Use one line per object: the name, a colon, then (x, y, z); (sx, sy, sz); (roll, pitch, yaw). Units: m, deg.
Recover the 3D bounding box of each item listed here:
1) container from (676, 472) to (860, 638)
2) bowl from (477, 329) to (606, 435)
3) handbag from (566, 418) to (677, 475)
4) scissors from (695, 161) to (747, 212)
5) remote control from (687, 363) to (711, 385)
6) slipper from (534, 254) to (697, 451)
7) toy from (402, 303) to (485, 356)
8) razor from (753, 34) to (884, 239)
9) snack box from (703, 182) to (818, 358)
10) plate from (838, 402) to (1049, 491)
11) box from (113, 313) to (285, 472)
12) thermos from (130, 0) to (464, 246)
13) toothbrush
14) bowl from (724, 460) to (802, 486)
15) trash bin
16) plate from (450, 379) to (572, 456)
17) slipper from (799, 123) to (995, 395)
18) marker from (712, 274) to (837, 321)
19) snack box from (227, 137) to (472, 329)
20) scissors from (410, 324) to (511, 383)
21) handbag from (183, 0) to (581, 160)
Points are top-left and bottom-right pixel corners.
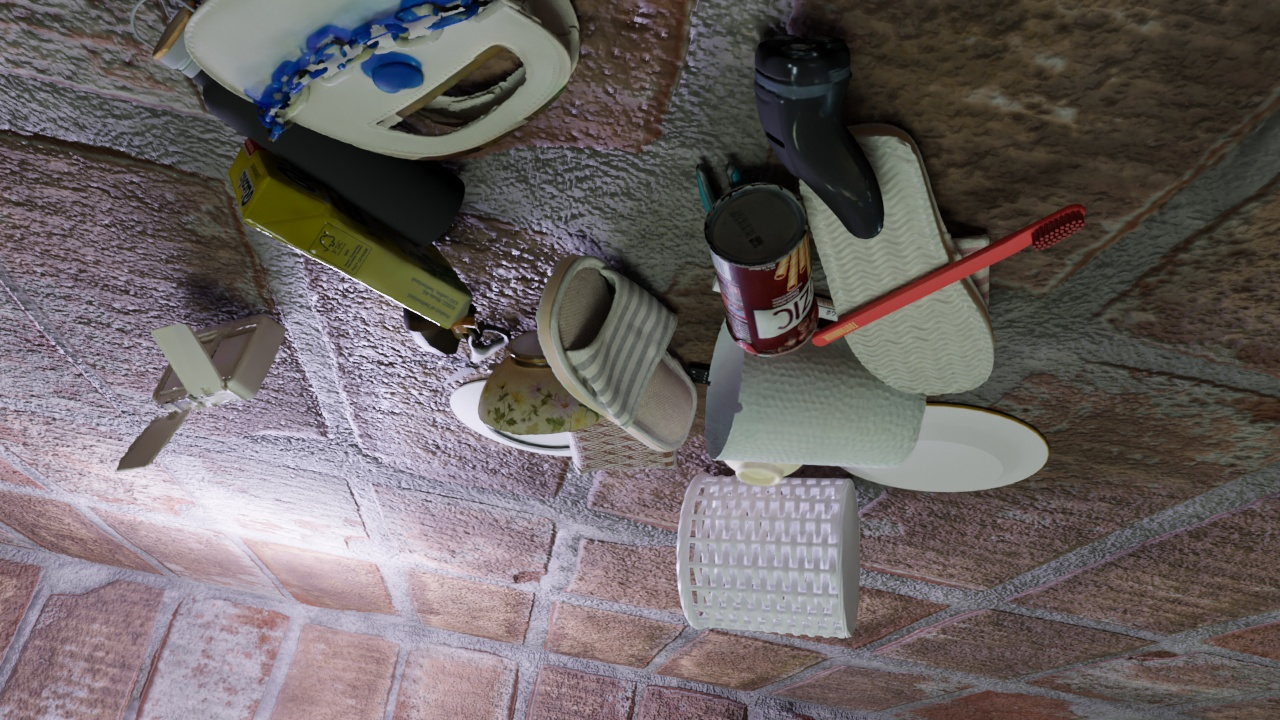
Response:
container: (0.159, 0.231, 1.103); (0.187, 0.189, 0.189); (-1, 151, 20)
bowl: (-0.087, 0.011, 0.868); (0.145, 0.144, 0.063); (2, 113, 16)
handbag: (-0.022, 0.070, 1.010); (0.124, 0.047, 0.186); (-1, 150, 3)
scissors: (0.067, -0.099, 0.687); (0.139, 0.019, 0.136); (17, 154, -16)
remote control: (0.117, 0.023, 0.911); (0.140, 0.009, 0.030); (9, 153, 3)
slipper: (-0.005, 0.005, 0.817); (0.054, 0.114, 0.273); (15, 158, 33)
toy: (-0.176, -0.038, 0.845); (0.100, 0.062, 0.076); (8, 120, 38)
razor: (0.114, -0.133, 0.548); (0.064, 0.053, 0.140); (-37, 126, 6)
snack box: (0.089, -0.062, 0.656); (0.072, 0.072, 0.121); (2, 152, 15)
plate: (0.313, 0.105, 0.986); (0.230, 0.021, 0.230); (8, 153, 4)
box: (-0.473, 0.020, 0.933); (0.144, 0.183, 0.099); (-11, 140, 29)
thermos: (-0.227, -0.162, 0.621); (0.061, 0.061, 0.231); (-15, 144, 40)
toothbrush: (0.201, -0.050, 0.629); (0.012, 0.017, 0.213); (36, 137, -25)
bowl: (0.128, 0.089, 0.964); (0.118, 0.073, 0.118); (8, 153, 4)
trash bin: (0.149, 0.031, 0.796); (0.161, 0.133, 0.133); (8, 153, -7)
plate: (-0.125, 0.077, 1.093); (0.208, 0.015, 0.209); (8, 153, 4)
slipper: (0.192, -0.070, 0.666); (0.115, 0.052, 0.263); (-10, 136, 28)
marker: (0.131, -0.048, 0.762); (0.145, 0.017, 0.017); (13, 153, -5)
snack box: (-0.216, -0.097, 0.700); (0.180, 0.045, 0.121); (31, -172, -36)
scissors: (-0.162, 0.002, 0.964); (0.171, 0.012, 0.158); (12, 151, -6)
handbag: (-0.139, -0.182, 0.531); (0.201, 0.092, 0.199); (-16, 149, 39)
